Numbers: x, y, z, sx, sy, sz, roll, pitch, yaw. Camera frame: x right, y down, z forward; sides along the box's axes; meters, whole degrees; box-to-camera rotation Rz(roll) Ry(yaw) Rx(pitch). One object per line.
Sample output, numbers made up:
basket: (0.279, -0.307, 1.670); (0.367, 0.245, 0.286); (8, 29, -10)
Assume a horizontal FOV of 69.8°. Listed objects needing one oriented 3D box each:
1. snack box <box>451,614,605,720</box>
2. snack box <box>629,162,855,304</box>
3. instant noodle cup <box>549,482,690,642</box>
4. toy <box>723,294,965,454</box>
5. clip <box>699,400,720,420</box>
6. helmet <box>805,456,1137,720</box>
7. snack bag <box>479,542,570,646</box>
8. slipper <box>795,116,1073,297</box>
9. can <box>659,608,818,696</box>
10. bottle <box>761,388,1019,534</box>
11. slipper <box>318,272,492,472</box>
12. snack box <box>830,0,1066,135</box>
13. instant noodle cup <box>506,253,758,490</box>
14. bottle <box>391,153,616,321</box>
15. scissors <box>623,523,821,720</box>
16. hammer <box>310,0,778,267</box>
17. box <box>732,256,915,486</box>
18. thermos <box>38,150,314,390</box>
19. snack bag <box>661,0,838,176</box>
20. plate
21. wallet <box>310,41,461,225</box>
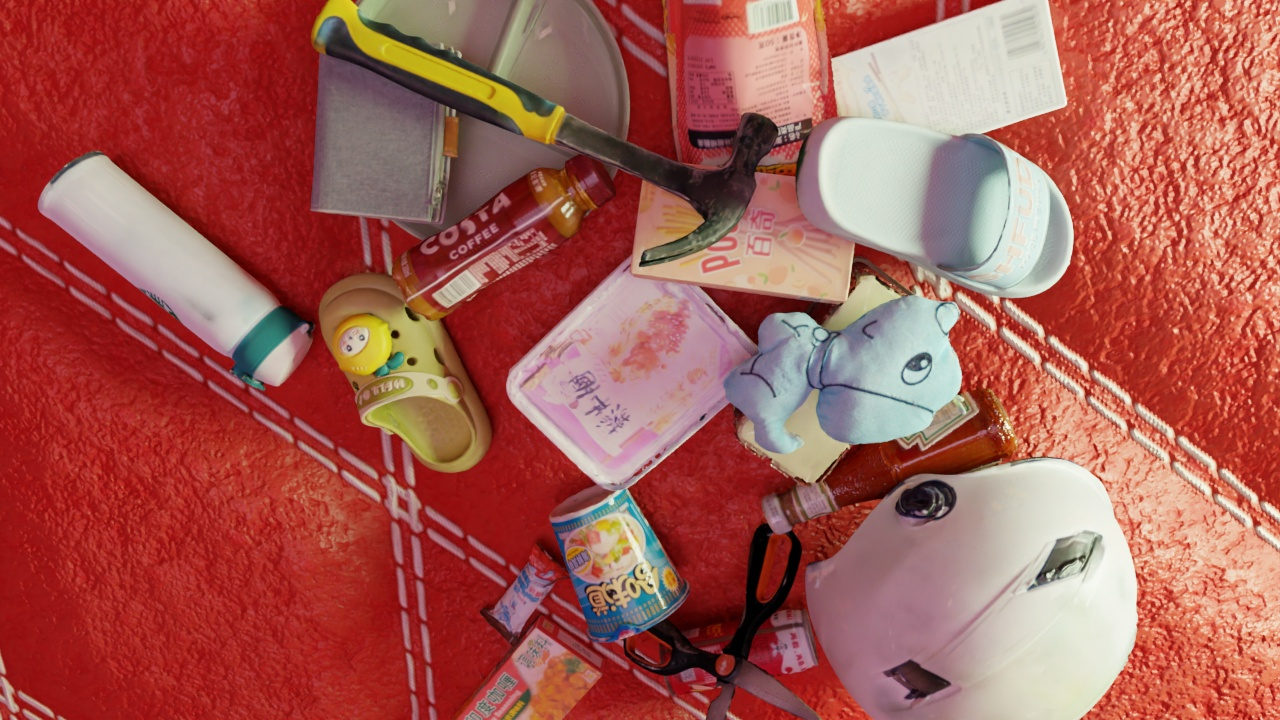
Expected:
snack box: (-0.109, 0.317, 0.865); (0.077, 0.027, 0.156); (37, 107, -5)
snack box: (0.075, -0.092, 0.661); (0.157, 0.026, 0.084); (8, 92, 3)
instant noodle cup: (-0.023, 0.164, 0.777); (0.099, 0.099, 0.110); (-23, 96, 12)
toy: (0.153, 0.012, 0.657); (0.156, 0.049, 0.162); (30, 106, -4)
clip: (0.059, 0.037, 0.762); (0.057, 0.046, 0.014); (-43, 100, 17)
helmet: (0.267, 0.205, 0.702); (0.259, 0.145, 0.229); (-34, 119, 16)
snack bag: (-0.104, 0.212, 0.831); (0.048, 0.026, 0.104); (42, 107, 4)
slipper: (0.217, -0.109, 0.632); (0.245, 0.074, 0.104); (10, 93, -27)
can: (0.087, 0.258, 0.813); (0.133, 0.053, 0.053); (-15, 106, 10)
bottle: (0.197, 0.088, 0.745); (0.206, 0.059, 0.060); (-26, 104, 13)
slipper: (-0.192, 0.018, 0.749); (0.092, 0.081, 0.190); (-28, 106, 11)
snack box: (0.219, -0.201, 0.665); (0.157, 0.026, 0.085); (-16, 106, 11)
instant noodle cup: (-0.004, 0.004, 0.736); (0.174, 0.060, 0.138); (-42, 100, 17)
bottle: (-0.101, -0.095, 0.685); (0.175, 0.057, 0.057); (-29, 103, 14)
scissors: (0.063, 0.236, 0.753); (0.221, 0.229, 0.021); (-10, 138, 44)
hammer: (-0.076, -0.167, 0.633); (0.323, 0.032, 0.126); (24, 81, 2)
box: (0.149, 0.011, 0.714); (0.091, 0.077, 0.168); (35, 107, -6)
thermos: (-0.369, -0.067, 0.744); (0.224, 0.073, 0.073); (41, 107, -8)
snack bag: (0.082, -0.185, 0.668); (0.129, 0.073, 0.208); (-6, 115, 12)
plate: (-0.121, -0.194, 0.700); (0.230, 0.027, 0.230); (2, 108, 6)
wallet: (-0.187, -0.170, 0.679); (0.106, 0.037, 0.130); (6, 97, 3)
